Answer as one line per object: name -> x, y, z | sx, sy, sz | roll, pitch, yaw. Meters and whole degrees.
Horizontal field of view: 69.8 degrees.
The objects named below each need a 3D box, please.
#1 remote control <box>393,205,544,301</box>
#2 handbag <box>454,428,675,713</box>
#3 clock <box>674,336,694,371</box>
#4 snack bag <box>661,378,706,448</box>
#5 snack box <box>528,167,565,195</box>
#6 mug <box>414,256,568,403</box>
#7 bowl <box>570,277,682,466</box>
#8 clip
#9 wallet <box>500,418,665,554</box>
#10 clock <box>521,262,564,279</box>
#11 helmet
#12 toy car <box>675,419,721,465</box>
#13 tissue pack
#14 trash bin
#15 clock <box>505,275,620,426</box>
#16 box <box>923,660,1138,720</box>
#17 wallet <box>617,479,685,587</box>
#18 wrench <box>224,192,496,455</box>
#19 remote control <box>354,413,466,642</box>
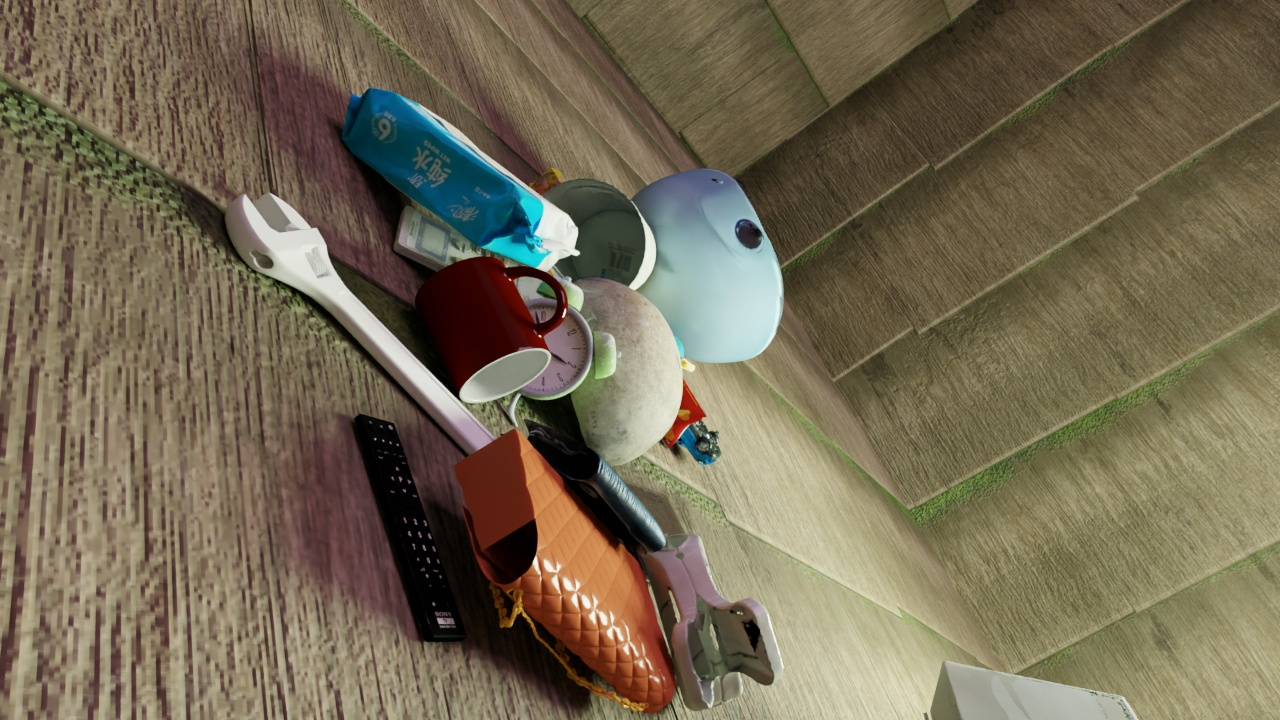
remote control -> -0.137, -0.080, 0.758 | 0.135, 0.011, 0.050 | 26, 39, -27
handbag -> -0.046, 0.139, 0.563 | 0.172, 0.060, 0.108 | 55, 5, -40
clock -> 0.006, -0.023, 1.063 | 0.129, 0.044, 0.099 | 30, 2, -15
snack bag -> 0.017, 0.021, 0.968 | 0.130, 0.039, 0.144 | 58, -21, 9
snack box -> -0.086, -0.171, 1.155 | 0.148, 0.040, 0.029 | 59, 16, 11
mug -> -0.103, -0.031, 0.672 | 0.082, 0.106, 0.073 | 61, 13, 18
bowl -> -0.005, 0.005, 0.841 | 0.178, 0.081, 0.178 | -11, 89, -76
clip -> 0.043, 0.190, 0.651 | 0.144, 0.075, 0.125 | 174, -103, -74
wallet -> -0.039, 0.085, 0.636 | 0.115, 0.026, 0.089 | 21, -27, 50
clock -> -0.092, -0.050, 0.847 | 0.104, 0.056, 0.147 | 59, 13, 3
helmet -> 0.057, -0.109, 1.183 | 0.166, 0.226, 0.265 | -21, 73, -36
toy car -> 0.048, 0.069, 1.054 | 0.120, 0.044, 0.056 | 54, 15, 5
tissue pack -> -0.144, -0.145, 0.765 | 0.209, 0.066, 0.117 | 37, 9, 18
trash bin -> -0.046, -0.126, 1.029 | 0.133, 0.133, 0.161 | 57, 10, 3
clock -> -0.072, -0.013, 0.740 | 0.094, 0.119, 0.042 | 58, -6, -1
box -> 0.267, 0.428, 0.800 | 0.172, 0.381, 0.167 | 38, 16, -1
wallet -> 0.011, 0.150, 0.800 | 0.120, 0.031, 0.099 | 33, 24, -54
wrench -> -0.161, -0.001, 0.603 | 0.273, 0.018, 0.066 | 50, 16, -24
remote control -> -0.130, 0.091, 0.514 | 0.030, 0.009, 0.140 | 29, 30, -59
